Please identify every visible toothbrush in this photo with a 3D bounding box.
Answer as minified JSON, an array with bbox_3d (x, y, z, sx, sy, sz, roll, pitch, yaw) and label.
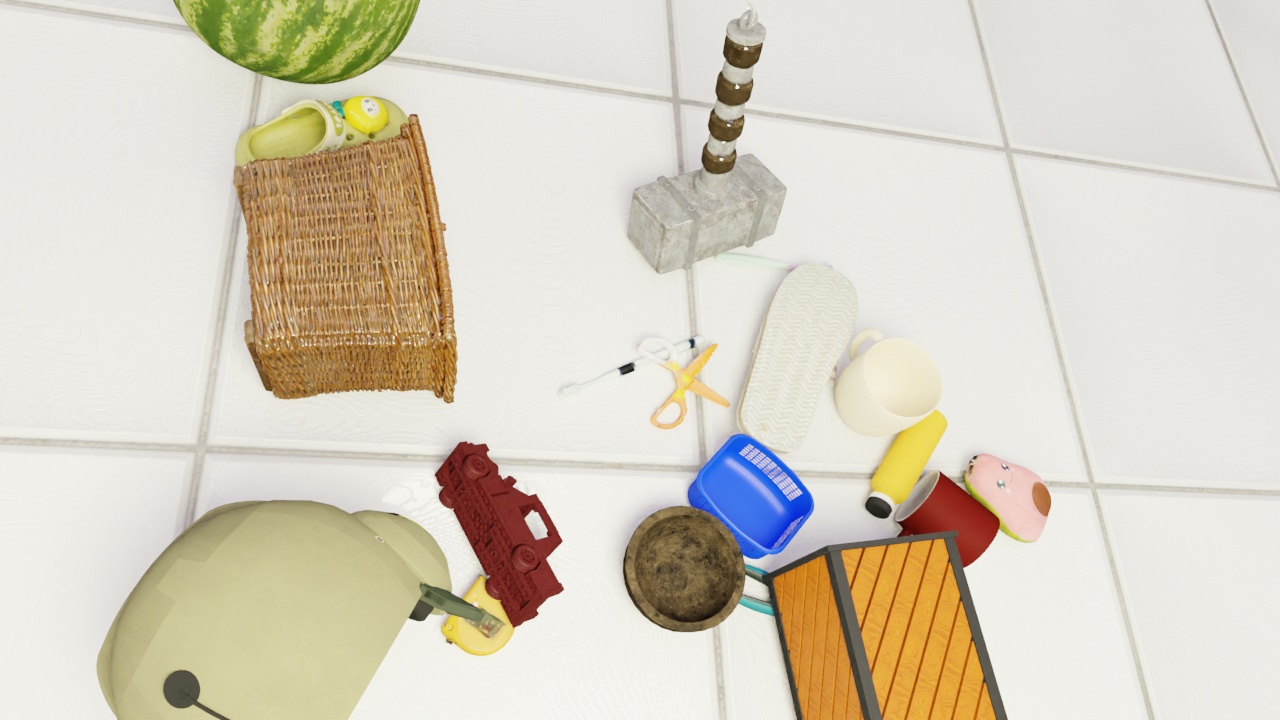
[{"bbox_3d":[0.164,-0.117,1.116,0.154,0.015,0.022,5,99,-15],"label":"toothbrush"},{"bbox_3d":[-0.006,0.006,1.008,0.186,0.017,0.012,-21,87,-24],"label":"toothbrush"}]

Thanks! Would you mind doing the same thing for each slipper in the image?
[{"bbox_3d":[-0.343,-0.251,0.992,0.190,0.082,0.091,-22,71,-21],"label":"slipper"},{"bbox_3d":[0.178,-0.001,1.048,0.115,0.052,0.262,30,57,-4],"label":"slipper"}]

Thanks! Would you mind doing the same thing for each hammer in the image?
[{"bbox_3d":[0.091,-0.246,0.981,0.176,0.327,0.079,-22,56,-24],"label":"hammer"}]

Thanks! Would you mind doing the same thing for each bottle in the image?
[{"bbox_3d":[0.297,0.115,1.033,0.043,0.043,0.143,38,61,3],"label":"bottle"}]

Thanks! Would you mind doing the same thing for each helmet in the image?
[{"bbox_3d":[-0.356,-0.412,0.972,0.243,0.248,0.213,25,30,-51],"label":"helmet"},{"bbox_3d":[-0.268,0.216,0.686,0.233,0.256,0.249,31,60,-5],"label":"helmet"}]

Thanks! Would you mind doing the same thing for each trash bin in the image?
[{"bbox_3d":[0.224,0.268,0.866,0.139,0.140,0.171,-2,67,-20],"label":"trash bin"}]

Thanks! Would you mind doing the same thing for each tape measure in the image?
[{"bbox_3d":[-0.146,0.244,0.851,0.059,0.030,0.068,35,62,3],"label":"tape measure"}]

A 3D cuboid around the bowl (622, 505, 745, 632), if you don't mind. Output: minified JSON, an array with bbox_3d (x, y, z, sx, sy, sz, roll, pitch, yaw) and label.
[{"bbox_3d":[0.037,0.210,0.905,0.121,0.056,0.121,6,65,-14],"label":"bowl"}]

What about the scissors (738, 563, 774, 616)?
[{"bbox_3d":[0.154,0.245,0.945,0.133,0.019,0.145,-17,71,-22],"label":"scissors"}]

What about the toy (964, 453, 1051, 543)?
[{"bbox_3d":[0.416,0.153,1.046,0.110,0.051,0.089,32,60,1],"label":"toy"}]

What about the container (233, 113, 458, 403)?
[{"bbox_3d":[-0.284,-0.085,0.891,0.183,0.163,0.249,-8,68,-16],"label":"container"}]

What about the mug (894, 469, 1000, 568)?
[{"bbox_3d":[0.324,0.186,0.999,0.082,0.073,0.105,39,85,3],"label":"mug"}]

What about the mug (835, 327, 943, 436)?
[{"bbox_3d":[0.266,0.026,1.032,0.096,0.100,0.120,-14,73,-20],"label":"mug"}]

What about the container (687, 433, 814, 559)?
[{"bbox_3d":[0.111,0.145,0.955,0.114,0.058,0.096,43,62,6],"label":"container"}]

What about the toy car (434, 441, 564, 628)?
[{"bbox_3d":[-0.127,0.158,0.865,0.061,0.070,0.169,-5,54,-49],"label":"toy car"}]

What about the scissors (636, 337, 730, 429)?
[{"bbox_3d":[0.044,0.019,1.012,0.131,0.011,0.125,46,65,-6],"label":"scissors"}]
